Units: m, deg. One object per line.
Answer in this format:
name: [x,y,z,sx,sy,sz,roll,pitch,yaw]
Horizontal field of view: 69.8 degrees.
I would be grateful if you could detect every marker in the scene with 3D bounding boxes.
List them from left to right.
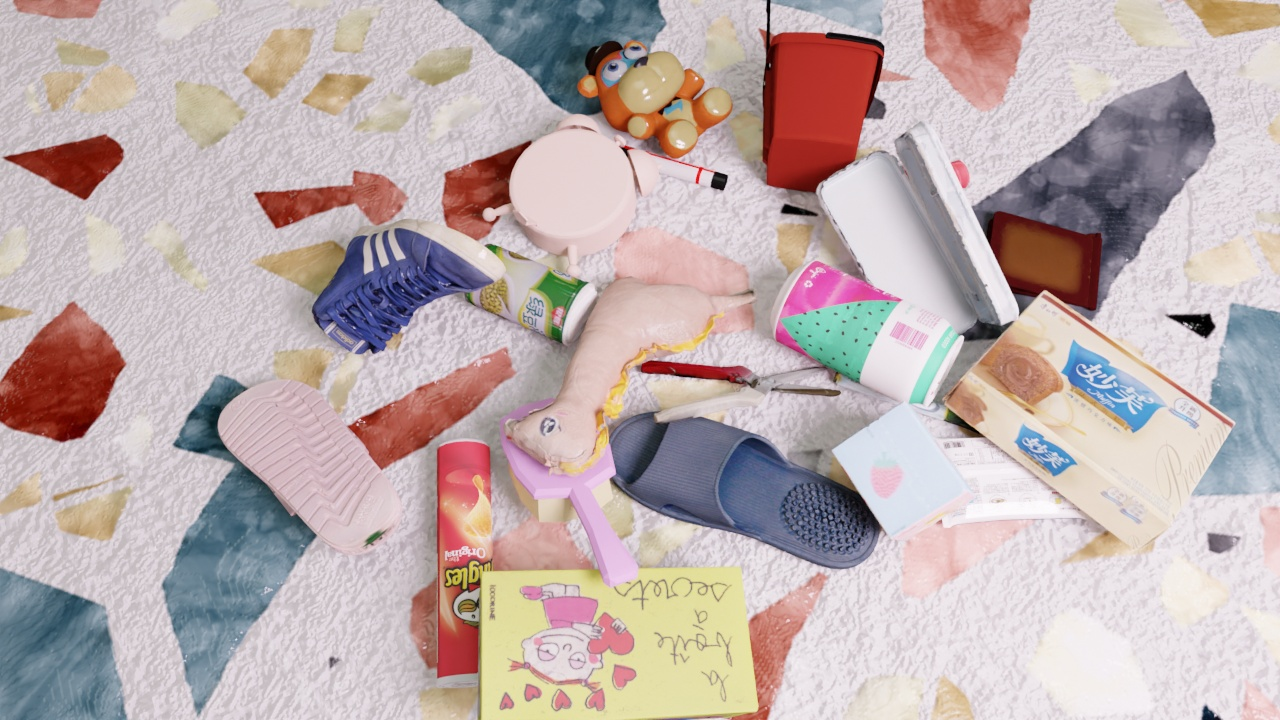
marker: [0.025,-0.216,1.013,0.146,0.019,0.019,18,68,10]
marker: [0.259,0.039,0.891,0.146,0.017,0.017,19,68,11]

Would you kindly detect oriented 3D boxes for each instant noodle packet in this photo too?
instant noodle packet: [0.340,0.108,0.851,0.134,0.026,0.087,-3,66,1]

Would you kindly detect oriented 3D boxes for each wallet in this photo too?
wallet: [0.417,-0.105,0.951,0.115,0.018,0.091,14,67,5]

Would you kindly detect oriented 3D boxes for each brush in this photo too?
brush: [-0.057,0.118,0.803,0.089,0.043,0.228,-16,40,-17]

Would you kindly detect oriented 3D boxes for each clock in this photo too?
clock: [-0.070,-0.184,0.968,0.131,0.086,0.160,35,70,16]

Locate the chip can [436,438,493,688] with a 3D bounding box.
chip can: [-0.158,0.179,0.826,0.052,0.052,0.214,-6,66,0]

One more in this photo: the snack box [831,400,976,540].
snack box: [0.233,0.100,0.811,0.079,0.094,0.093,-36,68,13]

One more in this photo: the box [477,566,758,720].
box: [-0.023,0.236,0.754,0.221,0.083,0.124,3,65,-10]

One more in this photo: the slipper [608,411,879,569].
slipper: [0.093,0.106,0.833,0.264,0.083,0.101,21,66,11]

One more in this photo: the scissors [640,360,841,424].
scissors: [0.083,0.026,0.882,0.197,0.015,0.178,18,33,28]

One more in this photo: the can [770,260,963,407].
can: [0.212,-0.026,0.873,0.166,0.088,0.088,29,70,21]

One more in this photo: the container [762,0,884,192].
container: [0.186,-0.295,0.973,0.127,0.148,0.200,7,75,6]

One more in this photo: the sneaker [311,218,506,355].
sneaker: [-0.238,-0.062,0.877,0.233,0.091,0.118,12,66,44]

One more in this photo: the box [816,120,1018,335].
box: [0.278,-0.114,0.874,0.130,0.106,0.211,-32,92,-6]

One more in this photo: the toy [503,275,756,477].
toy: [-0.005,0.005,0.853,0.196,0.065,0.263,2,41,16]

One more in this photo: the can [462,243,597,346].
can: [-0.111,-0.067,0.925,0.121,0.067,0.067,23,69,12]

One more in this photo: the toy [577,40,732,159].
toy: [0.010,-0.291,1.014,0.176,0.096,0.112,32,68,27]

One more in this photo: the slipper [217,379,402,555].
slipper: [-0.302,0.101,0.861,0.239,0.064,0.094,35,67,30]

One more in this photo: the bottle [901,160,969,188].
bottle: [0.277,-0.173,0.960,0.137,0.062,0.062,-21,67,-6]

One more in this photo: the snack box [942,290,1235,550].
snack box: [0.409,0.048,0.842,0.207,0.055,0.153,41,59,18]
